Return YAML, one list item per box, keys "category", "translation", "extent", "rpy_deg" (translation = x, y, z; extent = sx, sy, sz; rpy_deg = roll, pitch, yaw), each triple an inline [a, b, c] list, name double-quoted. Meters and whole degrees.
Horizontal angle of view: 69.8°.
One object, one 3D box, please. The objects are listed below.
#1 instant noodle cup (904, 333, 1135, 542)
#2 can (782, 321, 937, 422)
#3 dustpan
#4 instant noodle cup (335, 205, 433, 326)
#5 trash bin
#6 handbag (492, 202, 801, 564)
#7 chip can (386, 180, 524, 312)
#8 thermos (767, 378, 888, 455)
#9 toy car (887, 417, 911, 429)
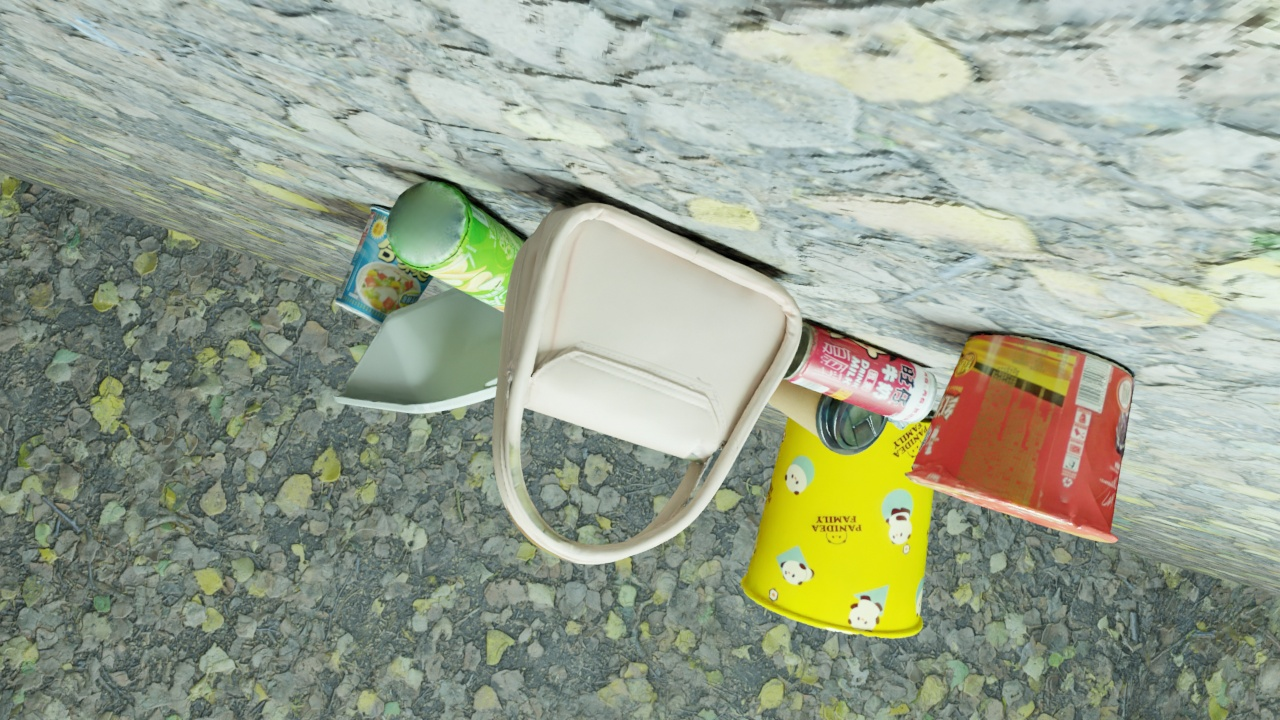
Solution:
- category: "instant noodle cup"
  translation: [0.261, 0.050, 0.617]
  extent: [0.138, 0.108, 0.138]
  rpy_deg: [19, 176, 1]
- category: "can"
  translation: [0.191, 0.012, 0.805]
  extent: [0.132, 0.053, 0.053]
  rpy_deg: [19, 176, -15]
- category: "dustpan"
  translation: [-0.180, 0.009, 0.976]
  extent: [0.222, 0.142, 0.259]
  rpy_deg: [-26, 168, -33]
- category: "instant noodle cup"
  translation: [-0.265, -0.092, 0.968]
  extent: [0.099, 0.110, 0.099]
  rpy_deg: [27, 174, 3]
- category: "trash bin"
  translation: [0.261, 0.184, 1.157]
  extent: [0.229, 0.255, 0.229]
  rpy_deg: [9, -177, -1]
- category: "handbag"
  translation: [-0.012, 0.026, 0.630]
  extent: [0.193, 0.234, 0.093]
  rpy_deg: [20, 174, -18]
- category: "chip can"
  translation: [-0.135, -0.088, 0.797]
  extent: [0.073, 0.072, 0.221]
  rpy_deg: [17, 175, 19]
- category: "thermos"
  translation: [0.197, 0.041, 0.985]
  extent: [0.093, 0.093, 0.143]
  rpy_deg: [21, -176, -30]
- category: "toy car"
  translation: [0.269, 0.045, 0.991]
  extent: [0.034, 0.043, 0.091]
  rpy_deg: [57, 164, -23]
